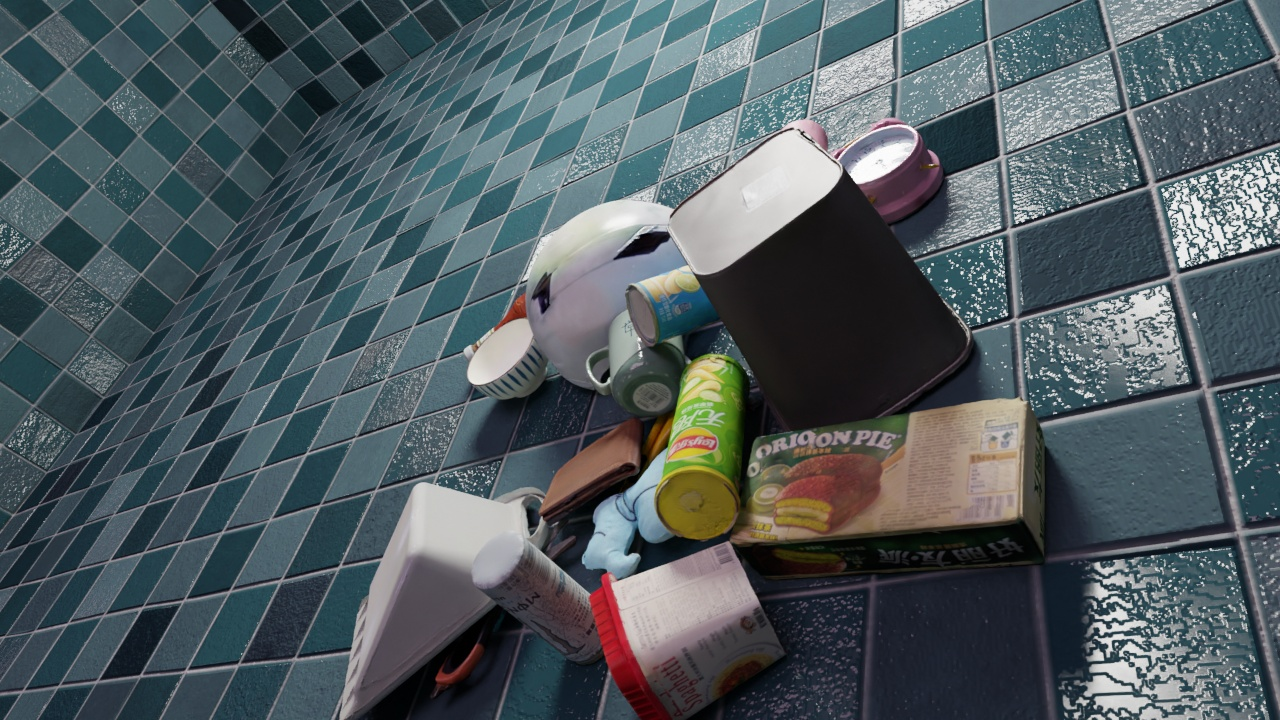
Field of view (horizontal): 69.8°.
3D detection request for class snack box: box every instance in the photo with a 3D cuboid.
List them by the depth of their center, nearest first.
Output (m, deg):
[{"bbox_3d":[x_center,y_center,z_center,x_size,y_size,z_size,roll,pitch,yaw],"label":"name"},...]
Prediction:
[{"bbox_3d":[0.196,0.107,0.740,0.241,0.063,0.114,-14,41,36],"label":"snack box"}]

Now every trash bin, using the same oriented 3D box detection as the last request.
[{"bbox_3d":[0.155,-0.072,0.851,0.199,0.220,0.198,-35,32,8],"label":"trash bin"}]

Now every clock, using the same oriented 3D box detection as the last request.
[{"bbox_3d":[0.272,-0.221,1.051,0.117,0.060,0.158,-33,32,10],"label":"clock"}]

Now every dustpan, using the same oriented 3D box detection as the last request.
[{"bbox_3d":[-0.209,0.246,1.002,0.222,0.142,0.258,-120,52,-69],"label":"dustpan"}]

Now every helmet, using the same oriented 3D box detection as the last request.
[{"bbox_3d":[-0.043,-0.108,1.133,0.259,0.146,0.228,-37,30,19],"label":"helmet"}]

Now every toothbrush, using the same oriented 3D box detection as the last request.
[{"bbox_3d":[0.077,0.016,1.013,0.017,0.016,0.187,-38,32,-10],"label":"toothbrush"}]

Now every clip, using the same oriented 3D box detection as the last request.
[{"bbox_3d":[-0.149,0.259,0.960,0.034,0.013,0.054,-16,38,35],"label":"clip"}]

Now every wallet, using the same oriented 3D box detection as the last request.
[{"bbox_3d":[-0.047,0.118,0.971,0.125,0.032,0.101,-35,13,19],"label":"wallet"}]

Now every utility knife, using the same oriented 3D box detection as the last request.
[{"bbox_3d":[0.000,0.119,0.969,0.033,0.015,0.217,-4,48,44],"label":"utility knife"}]

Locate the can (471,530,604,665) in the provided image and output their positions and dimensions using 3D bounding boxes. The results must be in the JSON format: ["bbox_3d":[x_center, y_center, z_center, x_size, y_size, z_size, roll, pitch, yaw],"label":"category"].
[{"bbox_3d":[-0.085,0.214,0.823,0.058,0.147,0.058,-27,35,20],"label":"can"}]

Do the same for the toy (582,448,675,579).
[{"bbox_3d":[0.016,0.140,0.895,0.157,0.050,0.161,-16,38,31],"label":"toy"}]

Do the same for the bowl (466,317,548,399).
[{"bbox_3d":[-0.167,0.007,1.226,0.117,0.066,0.116,-28,35,22],"label":"bowl"}]

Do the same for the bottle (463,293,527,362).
[{"bbox_3d":[-0.165,-0.061,1.313,0.206,0.060,0.059,-36,33,9],"label":"bottle"}]

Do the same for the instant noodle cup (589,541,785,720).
[{"bbox_3d":[0.039,0.217,0.737,0.124,0.116,0.116,-27,34,1],"label":"instant noodle cup"}]

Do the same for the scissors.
[{"bbox_3d":[-0.151,0.253,0.942,0.198,0.015,0.212,-18,38,36],"label":"scissors"}]

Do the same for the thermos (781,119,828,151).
[{"bbox_3d":[0.189,-0.206,1.122,0.087,0.067,0.198,-54,18,46],"label":"thermos"}]

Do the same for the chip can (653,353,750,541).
[{"bbox_3d":[0.061,0.070,0.846,0.073,0.072,0.220,-27,21,21],"label":"chip can"}]

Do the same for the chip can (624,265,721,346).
[{"bbox_3d":[0.092,-0.080,0.979,0.210,0.071,0.071,-21,28,-18],"label":"chip can"}]

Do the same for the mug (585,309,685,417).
[{"bbox_3d":[-0.006,0.006,1.011,0.112,0.082,0.106,-13,41,8],"label":"mug"}]
